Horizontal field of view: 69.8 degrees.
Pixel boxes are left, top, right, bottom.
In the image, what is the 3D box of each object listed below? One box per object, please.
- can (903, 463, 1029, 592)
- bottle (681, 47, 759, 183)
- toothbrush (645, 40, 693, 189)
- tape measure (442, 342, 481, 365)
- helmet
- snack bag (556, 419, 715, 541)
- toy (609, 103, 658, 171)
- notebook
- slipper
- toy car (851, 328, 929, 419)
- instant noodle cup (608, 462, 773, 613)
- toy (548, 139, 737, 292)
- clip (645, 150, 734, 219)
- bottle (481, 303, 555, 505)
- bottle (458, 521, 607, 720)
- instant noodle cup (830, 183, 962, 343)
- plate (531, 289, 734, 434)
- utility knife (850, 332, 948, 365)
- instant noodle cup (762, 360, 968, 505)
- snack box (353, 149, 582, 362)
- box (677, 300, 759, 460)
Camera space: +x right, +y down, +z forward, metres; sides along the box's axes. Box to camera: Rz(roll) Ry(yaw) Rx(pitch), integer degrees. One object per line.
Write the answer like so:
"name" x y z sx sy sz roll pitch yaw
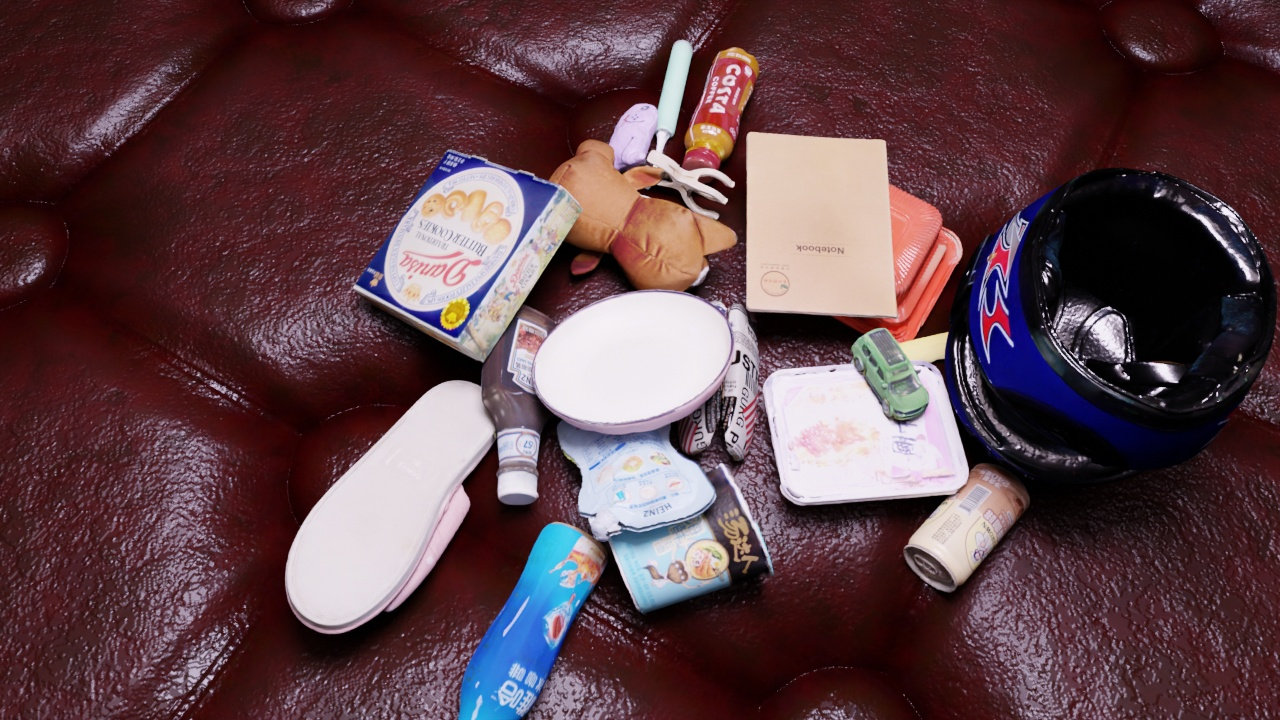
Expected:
"can" 0.296 0.150 0.830 0.116 0.059 0.058 -41 70 -20
"bottle" 0.090 -0.282 1.062 0.057 0.058 0.174 16 63 7
"toothbrush" 0.033 -0.293 1.085 0.026 0.027 0.224 24 60 -21
"tape measure" -0.173 -0.027 0.929 0.057 0.039 0.057 19 63 9
"helmet" 0.387 -0.006 0.807 0.247 0.241 0.314 32 54 13
"snack bag" -0.010 0.090 0.815 0.110 0.039 0.191 -11 29 -10
"toy" -0.013 -0.251 1.049 0.084 0.039 0.107 -14 47 39
"notebook" 0.180 -0.140 0.924 0.148 0.008 0.207 3 67 0
"slipper" -0.216 0.128 0.835 0.114 0.055 0.273 24 52 8
"toy car" 0.233 0.012 0.852 0.043 0.036 0.091 -21 67 -14
"instant noodle cup" 0.038 0.163 0.800 0.120 0.111 0.111 -24 64 -5
"toy" -0.006 -0.134 0.958 0.199 0.140 0.130 33 24 14
"clip" 0.057 -0.201 1.005 0.104 0.082 0.034 34 62 -15
"bottle" -0.115 0.040 0.876 0.044 0.079 0.194 -25 55 36
"bottle" -0.102 0.243 0.770 0.065 0.065 0.218 24 64 12
"instant noodle cup" 0.238 -0.120 0.966 0.189 0.079 0.164 29 69 9
"plate" -0.005 0.005 0.862 0.192 0.039 0.192 -9 39 7
"utility knife" 0.303 -0.011 0.939 0.198 0.021 0.031 -13 94 -2
"instant noodle cup" 0.206 0.075 0.870 0.173 0.060 0.137 -3 61 -4
"snack box" -0.174 -0.110 0.911 0.178 0.046 0.182 25 78 37
"box" 0.069 0.018 0.903 0.087 0.076 0.162 -2 63 20
